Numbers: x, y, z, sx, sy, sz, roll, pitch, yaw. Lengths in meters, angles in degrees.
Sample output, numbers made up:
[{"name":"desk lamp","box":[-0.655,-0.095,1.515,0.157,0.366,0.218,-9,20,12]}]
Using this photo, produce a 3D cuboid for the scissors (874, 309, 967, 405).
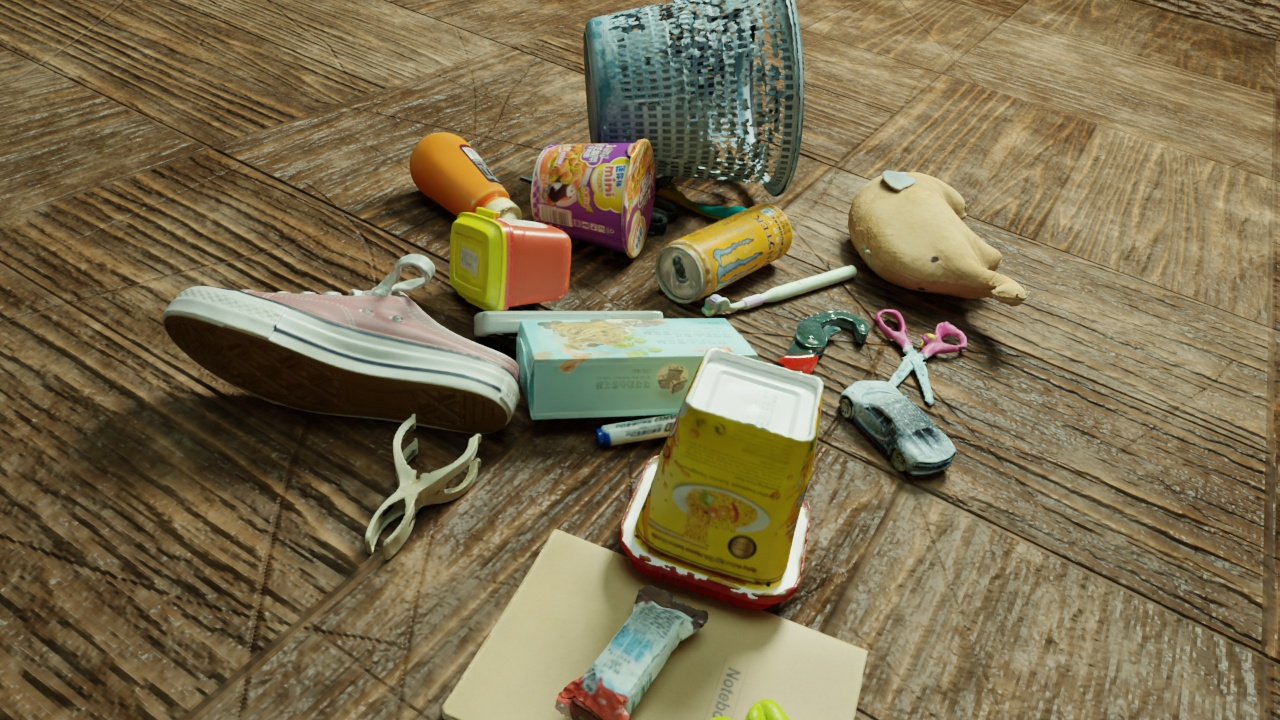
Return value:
[{"name":"scissors","box":[0.236,-0.008,0.816,0.108,0.017,0.135,32,45,24]}]

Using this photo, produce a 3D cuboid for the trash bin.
[{"name":"trash bin","box":[0.044,-0.275,0.938,0.195,0.227,0.226,-5,38,-4]}]

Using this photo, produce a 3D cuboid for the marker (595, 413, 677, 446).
[{"name":"marker","box":[0.039,0.045,0.675,0.145,0.017,0.017,-8,40,-9]}]

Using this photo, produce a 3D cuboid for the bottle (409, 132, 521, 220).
[{"name":"bottle","box":[-0.161,-0.160,0.882,0.066,0.067,0.149,-24,56,-37]}]

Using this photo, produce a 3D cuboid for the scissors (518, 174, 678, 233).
[{"name":"scissors","box":[-0.042,-0.174,0.971,0.132,0.014,0.175,-18,42,-31]}]

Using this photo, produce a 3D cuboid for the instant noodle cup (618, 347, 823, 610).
[{"name":"instant noodle cup","box":[0.058,0.069,0.569,0.116,0.124,0.116,17,32,7]}]

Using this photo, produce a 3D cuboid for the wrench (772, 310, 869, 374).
[{"name":"wrench","box":[0.120,0.020,0.747,0.056,0.016,0.272,22,38,23]}]

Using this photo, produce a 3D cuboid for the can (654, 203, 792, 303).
[{"name":"can","box":[0.081,-0.103,0.864,0.058,0.058,0.145,34,43,28]}]

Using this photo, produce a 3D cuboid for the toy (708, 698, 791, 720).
[{"name":"toy","box":[0.050,0.208,0.454,0.100,0.031,0.096,12,37,-5]}]

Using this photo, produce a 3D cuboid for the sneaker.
[{"name":"sneaker","box":[-0.199,-0.017,0.644,0.241,0.118,0.087,13,54,-7]}]

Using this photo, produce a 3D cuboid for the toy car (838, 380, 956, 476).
[{"name":"toy car","box":[0.200,0.048,0.717,0.048,0.031,0.105,-11,41,-27]}]

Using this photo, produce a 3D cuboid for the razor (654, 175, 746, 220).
[{"name":"razor","box":[0.072,-0.167,0.969,0.133,0.028,0.043,23,26,25]}]

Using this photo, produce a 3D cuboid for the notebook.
[{"name":"notebook","box":[0.016,0.180,0.516,0.208,0.008,0.147,19,38,12]}]

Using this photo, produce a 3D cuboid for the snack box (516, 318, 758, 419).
[{"name":"snack box","box":[-0.004,0.004,0.696,0.174,0.052,0.074,-2,24,-15]}]

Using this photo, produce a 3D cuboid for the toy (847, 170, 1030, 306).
[{"name":"toy","box":[0.287,-0.110,0.907,0.143,0.083,0.225,-9,42,-5]}]

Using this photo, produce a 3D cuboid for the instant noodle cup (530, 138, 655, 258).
[{"name":"instant noodle cup","box":[-0.045,-0.160,0.876,0.099,0.112,0.111,10,36,14]}]

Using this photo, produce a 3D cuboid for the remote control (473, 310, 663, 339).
[{"name":"remote control","box":[-0.058,-0.028,0.742,0.150,0.021,0.058,-1,-2,-14]}]

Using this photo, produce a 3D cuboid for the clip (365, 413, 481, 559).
[{"name":"clip","box":[-0.152,0.075,0.594,0.095,0.035,0.101,37,51,24]}]

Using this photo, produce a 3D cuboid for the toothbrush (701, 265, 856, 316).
[{"name":"toothbrush","box":[0.138,-0.068,0.866,0.189,0.029,0.020,-16,86,-32]}]

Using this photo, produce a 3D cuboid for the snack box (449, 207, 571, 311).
[{"name":"snack box","box":[-0.108,-0.086,0.771,0.080,0.082,0.091,-6,19,-34]}]

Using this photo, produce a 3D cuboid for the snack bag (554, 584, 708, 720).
[{"name":"snack bag","box":[-0.003,0.162,0.504,0.045,0.026,0.105,17,35,25]}]
